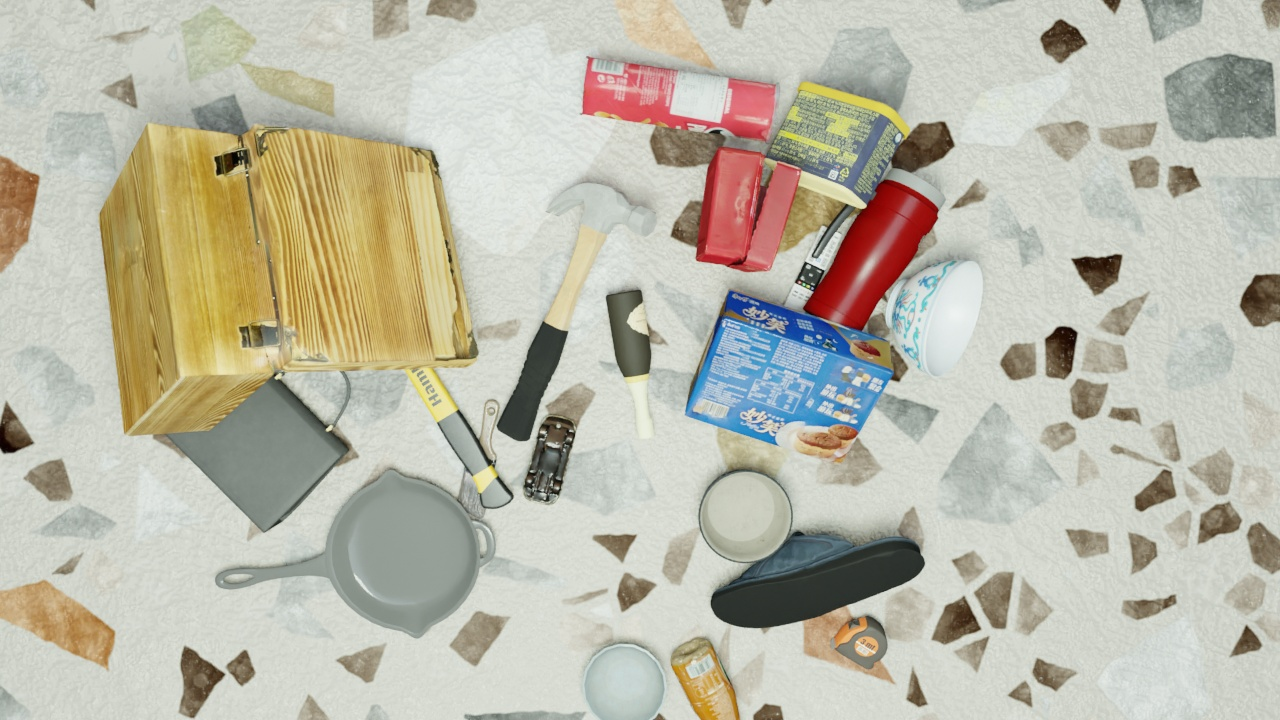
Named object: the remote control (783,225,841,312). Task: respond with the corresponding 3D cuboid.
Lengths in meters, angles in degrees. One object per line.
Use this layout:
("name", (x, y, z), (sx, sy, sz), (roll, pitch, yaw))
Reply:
("remote control", (0.212, -0.107, 1.148), (0.028, 0.012, 0.124), (25, 94, -2))

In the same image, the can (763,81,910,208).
("can", (0.228, -0.253, 1.080), (0.135, 0.075, 0.104), (32, 97, 38))

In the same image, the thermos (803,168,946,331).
("thermos", (0.272, -0.134, 1.110), (0.108, 0.084, 0.198), (31, 95, -9))

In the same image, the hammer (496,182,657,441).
("hammer", (-0.098, -0.057, 1.120), (0.131, 0.039, 0.328), (27, 100, 24))

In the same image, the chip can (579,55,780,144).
("chip can", (0.045, -0.313, 1.102), (0.233, 0.073, 0.073), (8, 94, 0))

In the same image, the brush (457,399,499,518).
("brush", (-0.201, 0.124, 1.160), (0.039, 0.012, 0.151), (13, 93, -1))

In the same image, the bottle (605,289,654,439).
("bottle", (-0.007, 0.007, 1.137), (0.045, 0.045, 0.184), (-9, 94, 0))

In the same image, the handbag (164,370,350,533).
("handbag", (-0.443, 0.076, 1.131), (0.195, 0.072, 0.176), (-44, 94, -2))

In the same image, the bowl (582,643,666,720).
("bowl", (-0.019, 0.410, 1.166), (0.106, 0.039, 0.106), (0, 86, 3))

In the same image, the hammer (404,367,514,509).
("hammer", (-0.251, 0.041, 1.138), (0.170, 0.034, 0.324), (-31, 91, 0))

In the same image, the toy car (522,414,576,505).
("toy car", (-0.113, 0.125, 1.151), (0.048, 0.040, 0.112), (15, 76, -2))

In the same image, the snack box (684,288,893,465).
("snack box", (0.173, 0.022, 1.095), (0.203, 0.069, 0.155), (18, 126, -2))

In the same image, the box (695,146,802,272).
("box", (0.114, -0.172, 1.071), (0.097, 0.157, 0.130), (12, 92, -5))

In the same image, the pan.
("pan", (-0.359, 0.253, 1.162), (0.354, 0.024, 0.216), (-8, 94, 0))

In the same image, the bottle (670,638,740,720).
("bottle", (0.096, 0.438, 1.163), (0.059, 0.059, 0.167), (-26, 94, 1))

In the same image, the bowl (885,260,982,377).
("bowl", (0.346, -0.059, 1.111), (0.074, 0.143, 0.144), (22, 95, 38))

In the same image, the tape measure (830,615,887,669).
("tape measure", (0.284, 0.356, 1.173), (0.058, 0.038, 0.059), (30, 107, -2))

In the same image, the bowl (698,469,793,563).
("bowl", (0.128, 0.189, 1.145), (0.115, 0.059, 0.115), (0, 94, -1))

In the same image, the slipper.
("slipper", (0.214, 0.258, 1.150), (0.266, 0.083, 0.109), (-22, 133, 13))

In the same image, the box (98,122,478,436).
("box", (-0.399, -0.091, 1.058), (0.335, 0.287, 0.279), (-1, 73, -40))
